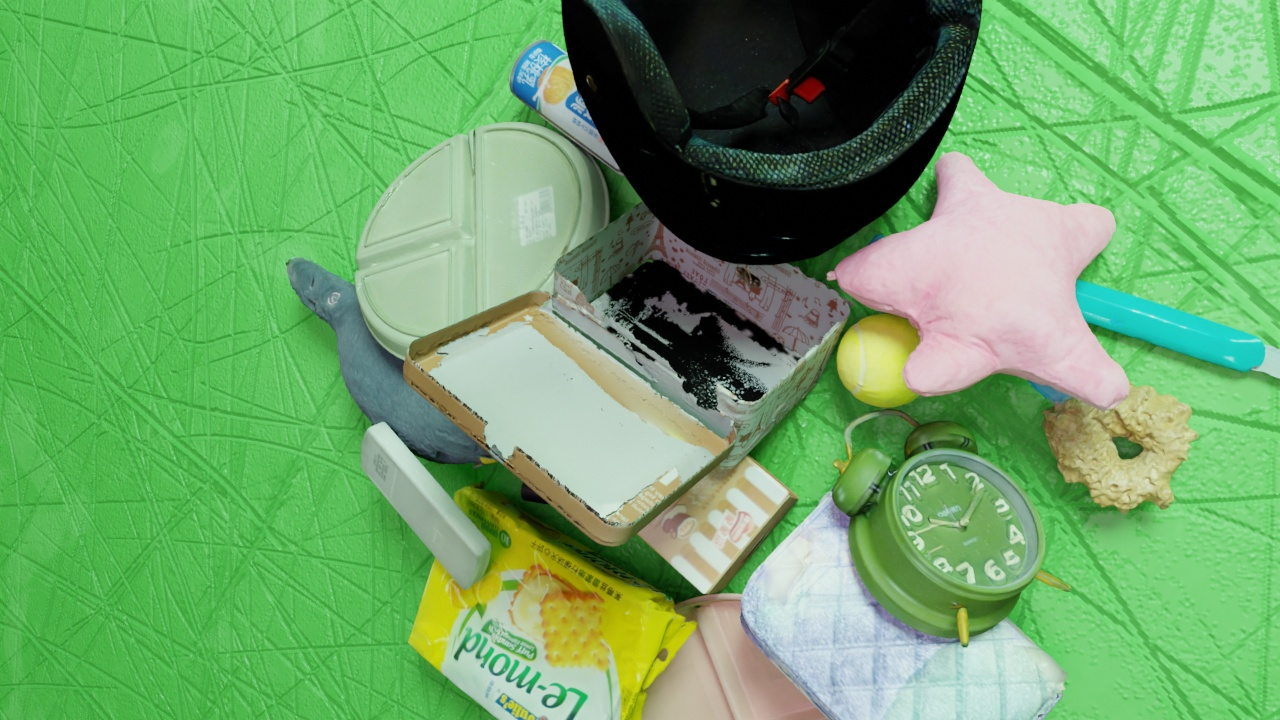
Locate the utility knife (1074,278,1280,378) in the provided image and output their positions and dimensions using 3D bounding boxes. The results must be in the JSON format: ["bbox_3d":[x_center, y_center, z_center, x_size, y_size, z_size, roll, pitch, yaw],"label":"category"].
[{"bbox_3d":[0.333,-0.019,0.581,0.193,0.013,0.029,23,103,25],"label":"utility knife"}]

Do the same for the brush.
[{"bbox_3d":[0.250,-0.001,0.612,0.254,0.045,0.083,43,113,22],"label":"brush"}]

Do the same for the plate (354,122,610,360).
[{"bbox_3d":[-0.134,-0.101,0.737,0.230,0.027,0.229,-10,62,18],"label":"plate"}]

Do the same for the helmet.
[{"bbox_3d":[0.074,-0.194,0.582,0.233,0.230,0.274,-21,61,-3],"label":"helmet"}]

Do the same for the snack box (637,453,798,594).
[{"bbox_3d":[0.049,0.104,0.675,0.094,0.077,0.093,40,91,18],"label":"snack box"}]

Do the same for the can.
[{"bbox_3d":[-0.040,-0.198,0.729,0.134,0.053,0.053,40,107,19],"label":"can"}]

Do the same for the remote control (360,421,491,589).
[{"bbox_3d":[-0.174,0.115,0.738,0.150,0.021,0.058,44,136,20],"label":"remote control"}]

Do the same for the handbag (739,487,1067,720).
[{"bbox_3d":[0.168,0.189,0.622,0.134,0.076,0.194,-43,73,-10],"label":"handbag"}]

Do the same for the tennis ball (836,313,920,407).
[{"bbox_3d":[0.168,0.000,0.631,0.066,0.065,0.065,1,92,25],"label":"tennis ball"}]

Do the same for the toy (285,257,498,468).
[{"bbox_3d":[-0.185,0.013,0.775,0.356,0.091,0.138,29,130,30],"label":"toy"}]

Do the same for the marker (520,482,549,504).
[{"bbox_3d":[-0.040,0.115,0.759,0.132,0.022,0.020,5,50,25],"label":"marker"}]

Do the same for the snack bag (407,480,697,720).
[{"bbox_3d":[-0.077,0.212,0.740,0.247,0.068,0.158,25,101,33],"label":"snack bag"}]

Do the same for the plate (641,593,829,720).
[{"bbox_3d":[0.083,0.290,0.705,0.230,0.028,0.229,1,94,25],"label":"plate"}]

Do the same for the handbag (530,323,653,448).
[{"bbox_3d":[-0.034,0.036,0.734,0.120,0.067,0.131,-13,88,34],"label":"handbag"}]

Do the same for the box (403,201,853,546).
[{"bbox_3d":[-0.004,0.004,0.607,0.178,0.261,0.088,36,143,20],"label":"box"}]

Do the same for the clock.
[{"bbox_3d":[0.191,0.100,0.597,0.161,0.116,0.056,59,151,28],"label":"clock"}]

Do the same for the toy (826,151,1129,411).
[{"bbox_3d":[0.209,-0.057,0.579,0.178,0.075,0.194,6,59,9],"label":"toy"}]
